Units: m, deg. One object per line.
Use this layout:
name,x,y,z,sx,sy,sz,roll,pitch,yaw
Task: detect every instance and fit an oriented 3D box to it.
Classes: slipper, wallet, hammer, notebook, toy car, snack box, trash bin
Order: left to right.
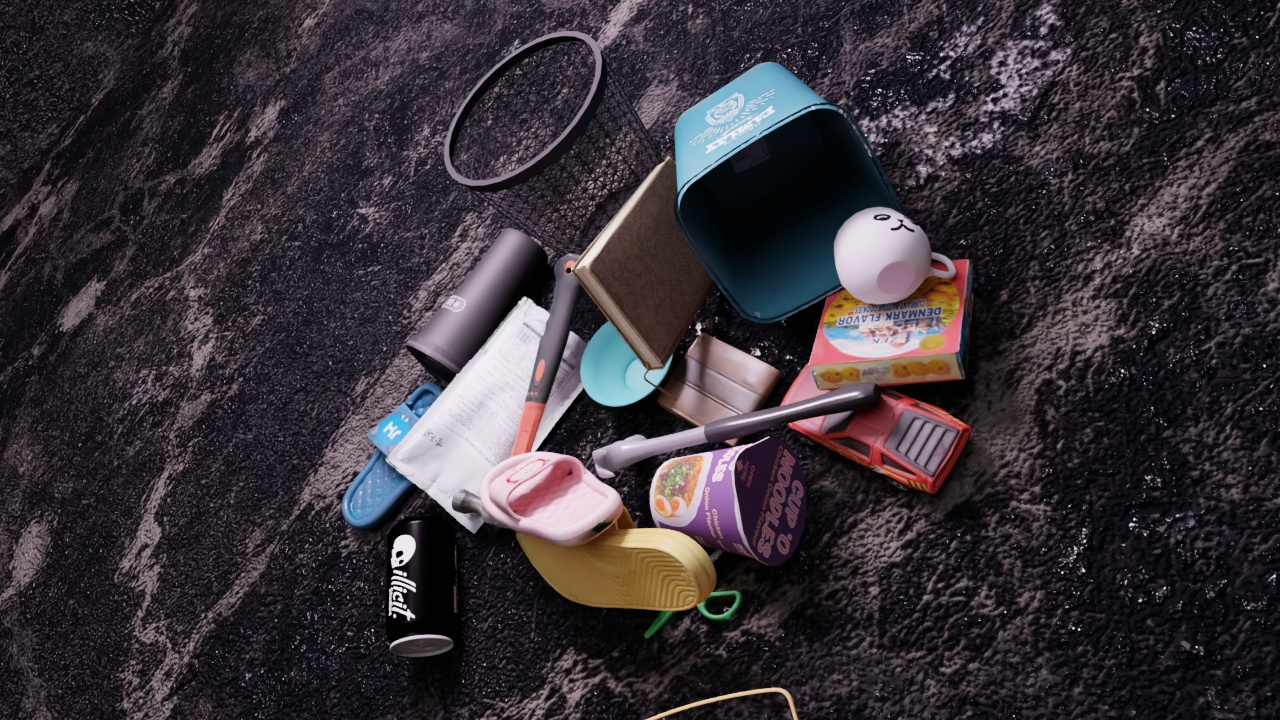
slipper,-0.319,0.124,1.195,0.104,0.059,0.213,29,83,36
hammer,-0.119,0.035,1.080,0.133,0.033,0.333,14,87,22
slipper,-0.095,0.136,0.958,0.106,0.056,0.222,-34,25,-25
trash bin,-0.072,-0.224,1.105,0.217,0.243,0.216,-19,52,25
slipper,-0.020,0.199,0.945,0.264,0.099,0.078,-7,21,46
notebook,0.031,-0.093,1.022,0.035,0.190,0.214,-13,32,43
wallet,0.086,0.031,1.020,0.121,0.027,0.098,28,84,39
hammer,0.088,0.069,0.924,0.312,0.124,0.029,-17,88,28
trash bin,0.140,-0.197,0.990,0.197,0.199,0.218,-30,33,14
toy car,0.224,0.062,0.903,0.189,0.056,0.081,26,78,41
snack box,0.252,-0.035,0.915,0.143,0.040,0.144,-5,40,28

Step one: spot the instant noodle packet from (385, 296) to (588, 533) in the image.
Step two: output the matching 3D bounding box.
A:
instant noodle packet,-0.175,0.063,1.135,0.147,0.057,0.269,38,87,11

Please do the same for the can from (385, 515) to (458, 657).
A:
can,-0.254,0.261,1.065,0.080,0.080,0.145,-22,55,20

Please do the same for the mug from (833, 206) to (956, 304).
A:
mug,0.251,-0.097,0.894,0.124,0.090,0.076,6,34,-12

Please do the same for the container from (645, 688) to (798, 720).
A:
container,0.063,0.378,0.779,0.184,0.129,0.166,-23,64,19

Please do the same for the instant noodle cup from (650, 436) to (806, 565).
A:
instant noodle cup,0.077,0.135,0.911,0.122,0.137,0.121,-6,53,40

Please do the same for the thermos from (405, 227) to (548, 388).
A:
thermos,-0.210,-0.068,1.212,0.106,0.106,0.218,21,72,37

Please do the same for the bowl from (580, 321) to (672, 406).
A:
bowl,-0.007,0.006,1.076,0.121,0.046,0.121,-15,58,24

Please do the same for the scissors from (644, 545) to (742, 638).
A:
scissors,0.045,0.231,0.944,0.130,0.012,0.116,-10,58,29
